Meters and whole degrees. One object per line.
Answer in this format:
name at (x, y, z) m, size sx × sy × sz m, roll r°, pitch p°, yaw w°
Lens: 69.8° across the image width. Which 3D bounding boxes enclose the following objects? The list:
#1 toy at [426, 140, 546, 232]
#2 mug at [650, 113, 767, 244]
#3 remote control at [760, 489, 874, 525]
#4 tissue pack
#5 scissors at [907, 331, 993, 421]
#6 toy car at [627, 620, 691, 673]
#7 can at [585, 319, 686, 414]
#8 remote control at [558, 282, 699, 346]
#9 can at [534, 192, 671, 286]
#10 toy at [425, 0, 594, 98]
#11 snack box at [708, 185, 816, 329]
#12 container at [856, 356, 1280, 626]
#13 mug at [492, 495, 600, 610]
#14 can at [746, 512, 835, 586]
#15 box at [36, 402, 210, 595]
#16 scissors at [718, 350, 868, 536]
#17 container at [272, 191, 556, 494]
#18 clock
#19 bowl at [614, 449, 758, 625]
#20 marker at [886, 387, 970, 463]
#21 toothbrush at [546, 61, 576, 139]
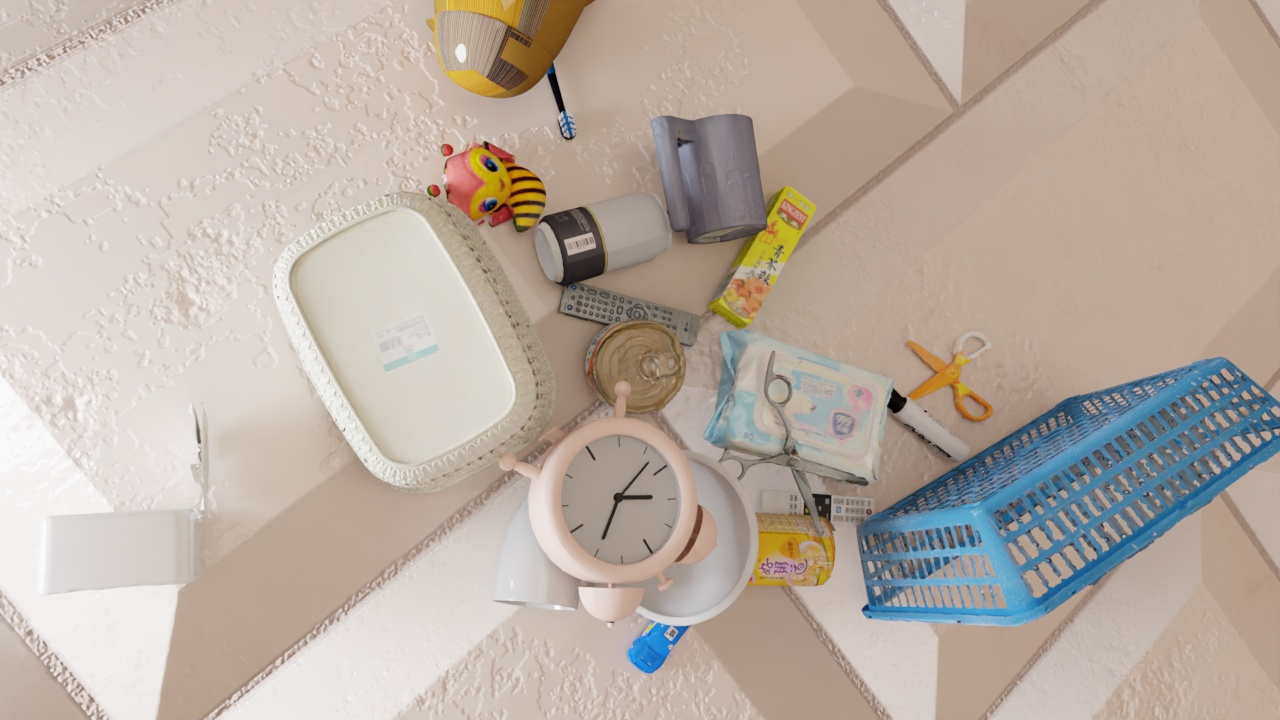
toy at (-0.135, -0.155, 0.821) m, size 0.103 × 0.046 × 0.084 m, roll 18°, pitch 71°, yaw -19°
mug at (0.061, -0.169, 0.857) m, size 0.123 × 0.084 × 0.104 m, roll -6°, pitch 86°, yaw -51°
remote control at (0.173, 0.145, 0.900) m, size 0.124 × 0.012 × 0.028 m, roll 7°, pitch 81°, yaw -18°
tissue pack at (0.150, 0.046, 0.875) m, size 0.181 × 0.070 × 0.112 m, roll 17°, pitch 78°, yaw -15°
scissors at (0.332, 0.010, 0.972) m, size 0.125 × 0.011 × 0.127 m, roll 36°, pitch 72°, yaw -12°
toy car at (0.033, 0.239, 0.813) m, size 0.033 × 0.062 × 0.091 m, roll 43°, pitch 72°, yaw -9°
can at (-0.005, 0.005, 0.835) m, size 0.086 × 0.043 × 0.086 m, roll -1°, pitch 94°, yaw -15°
remote control at (-0.009, -0.044, 0.863) m, size 0.136 × 0.013 × 0.033 m, roll 14°, pitch 79°, yaw -16°
can at (-0.029, -0.114, 0.839) m, size 0.127 × 0.064 × 0.064 m, roll -18°, pitch 89°, yaw -20°
toy at (-0.117, -0.327, 0.800) m, size 0.198 × 0.163 × 0.203 m, roll 20°, pitch 83°, yaw -44°
snack box at (0.121, -0.102, 0.907) m, size 0.040 × 0.029 × 0.147 m, roll 34°, pitch 74°, yaw -12°
container at (0.382, 0.115, 0.849) m, size 0.361 × 0.258 × 0.089 m, roll -25°, pitch 84°, yaw -20°
mug at (-0.072, 0.168, 0.793) m, size 0.107 × 0.071 × 0.089 m, roll 24°, pitch 64°, yaw -43°
can at (0.121, 0.175, 0.849) m, size 0.105 × 0.068 × 0.067 m, roll 6°, pitch 81°, yaw -19°
box at (-0.363, 0.097, 0.676) m, size 0.126 × 0.109 × 0.137 m, roll -2°, pitch 84°, yaw -20°
scissors at (0.135, 0.076, 0.825) m, size 0.141 × 0.014 × 0.173 m, roll -5°, pitch 91°, yaw -7°
container at (-0.181, -0.015, 0.734) m, size 0.184 × 0.143 × 0.246 m, roll -29°, pitch 93°, yaw -7°
clock at (-0.024, 0.118, 0.750) m, size 0.130 × 0.086 × 0.160 m, roll -32°, pitch 84°, yaw -25°
bowl at (0.039, 0.155, 0.810) m, size 0.150 × 0.043 × 0.149 m, roll -5°, pitch 79°, yaw 25°
marker at (0.285, 0.061, 0.942) m, size 0.126 × 0.025 × 0.025 m, roll 37°, pitch 73°, yaw -11°
toothbrush at (-0.090, -0.290, 0.870) m, size 0.014 × 0.014 × 0.167 m, roll -16°, pitch 88°, yaw -9°
